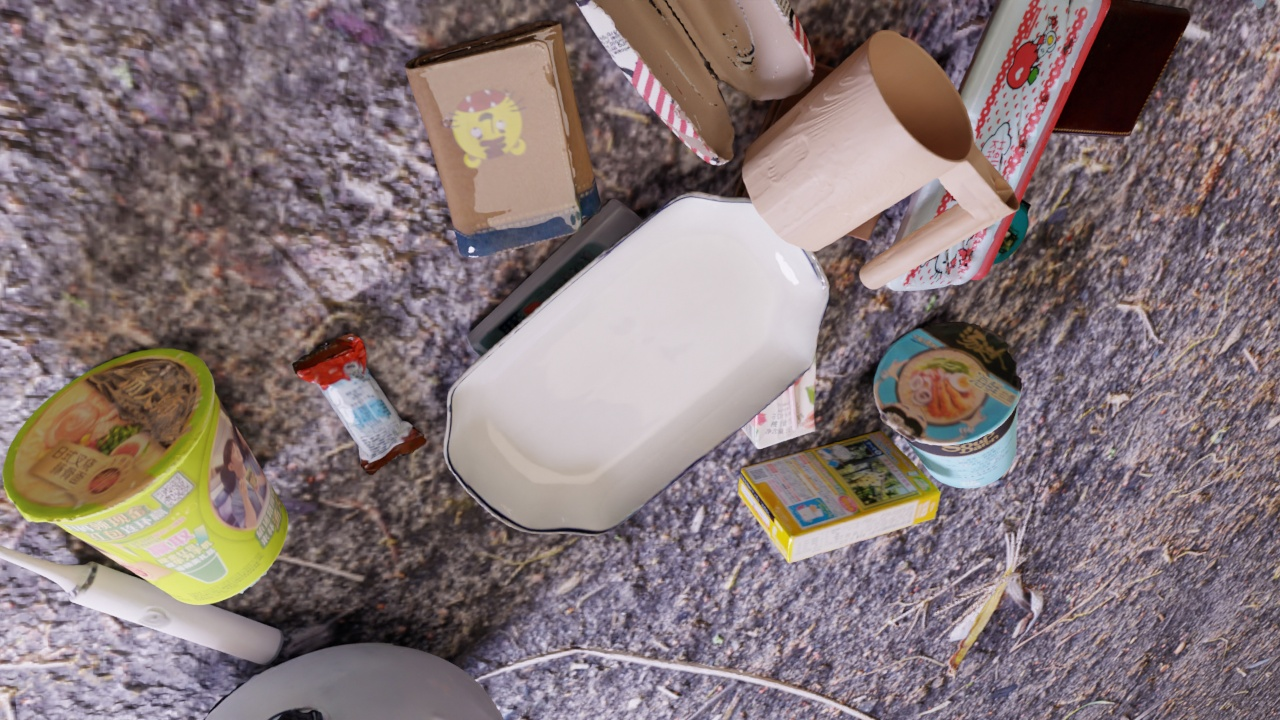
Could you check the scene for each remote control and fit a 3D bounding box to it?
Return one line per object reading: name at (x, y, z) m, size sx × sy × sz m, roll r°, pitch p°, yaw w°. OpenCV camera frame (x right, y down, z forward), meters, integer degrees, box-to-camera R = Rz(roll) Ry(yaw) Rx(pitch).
remote control at (-0.046, -0.041, 0.589) m, size 0.135 × 0.019 × 0.056 m, roll -42°, pitch 130°, yaw 6°

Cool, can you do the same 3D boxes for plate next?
plate at (-0.004, 0.003, 0.591) m, size 0.266 × 0.034 × 0.162 m, roll -40°, pitch 119°, yaw 6°

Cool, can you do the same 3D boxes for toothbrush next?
toothbrush at (-0.327, 0.150, 0.584) m, size 0.027 × 0.026 × 0.221 m, roll -50°, pitch 129°, yaw 0°

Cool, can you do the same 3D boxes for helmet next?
helmet at (-0.216, 0.294, 0.662) m, size 0.258 × 0.145 × 0.229 m, roll -6°, pitch 124°, yaw -12°

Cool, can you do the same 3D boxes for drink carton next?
drink carton at (0.099, 0.003, 0.674) m, size 0.053 × 0.045 × 0.123 m, roll -17°, pitch 128°, yaw -13°

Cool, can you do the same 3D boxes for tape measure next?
tape measure at (0.268, -0.099, 0.697) m, size 0.054 × 0.025 × 0.058 m, roll 17°, pitch 115°, yaw -32°

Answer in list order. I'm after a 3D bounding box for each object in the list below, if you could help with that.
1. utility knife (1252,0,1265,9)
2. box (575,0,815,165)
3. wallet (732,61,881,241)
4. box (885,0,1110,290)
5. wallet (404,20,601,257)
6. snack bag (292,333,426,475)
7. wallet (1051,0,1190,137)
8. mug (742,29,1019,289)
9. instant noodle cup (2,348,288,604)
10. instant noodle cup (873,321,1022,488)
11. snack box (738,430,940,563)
utility knife at (0.396, -0.299, 0.625) m, size 0.185 × 0.013 × 0.029 m, roll 29°, pitch 110°, yaw -36°
box at (0.031, -0.184, 0.488) m, size 0.086 × 0.075 × 0.162 m, roll -21°, pitch 135°, yaw 30°
wallet at (0.127, -0.137, 0.607) m, size 0.115 × 0.020 × 0.101 m, roll 8°, pitch 117°, yaw -27°
box at (0.227, -0.142, 0.583) m, size 0.157 × 0.069 × 0.202 m, roll -32°, pitch 144°, yaw -53°
wallet at (-0.073, -0.121, 0.514) m, size 0.090 × 0.033 × 0.115 m, roll -19°, pitch 125°, yaw -11°
snack bag at (-0.173, 0.030, 0.574) m, size 0.045 × 0.026 × 0.105 m, roll -32°, pitch 132°, yaw -14°
wallet at (0.329, -0.204, 0.647) m, size 0.122 × 0.020 × 0.096 m, roll -6°, pitch 128°, yaw -31°
mug at (0.135, -0.107, 0.529) m, size 0.124 × 0.084 × 0.104 m, roll 45°, pitch 137°, yaw -10°
instant noodle cup at (-0.263, 0.075, 0.516) m, size 0.111 × 0.111 × 0.123 m, roll -25°, pitch 137°, yaw -8°
instant noodle cup at (0.257, 0.046, 0.749) m, size 0.111 × 0.111 × 0.120 m, roll -37°, pitch 139°, yaw 2°
snack box at (0.161, 0.108, 0.750) m, size 0.140 × 0.087 × 0.034 m, roll -15°, pitch 127°, yaw -17°
